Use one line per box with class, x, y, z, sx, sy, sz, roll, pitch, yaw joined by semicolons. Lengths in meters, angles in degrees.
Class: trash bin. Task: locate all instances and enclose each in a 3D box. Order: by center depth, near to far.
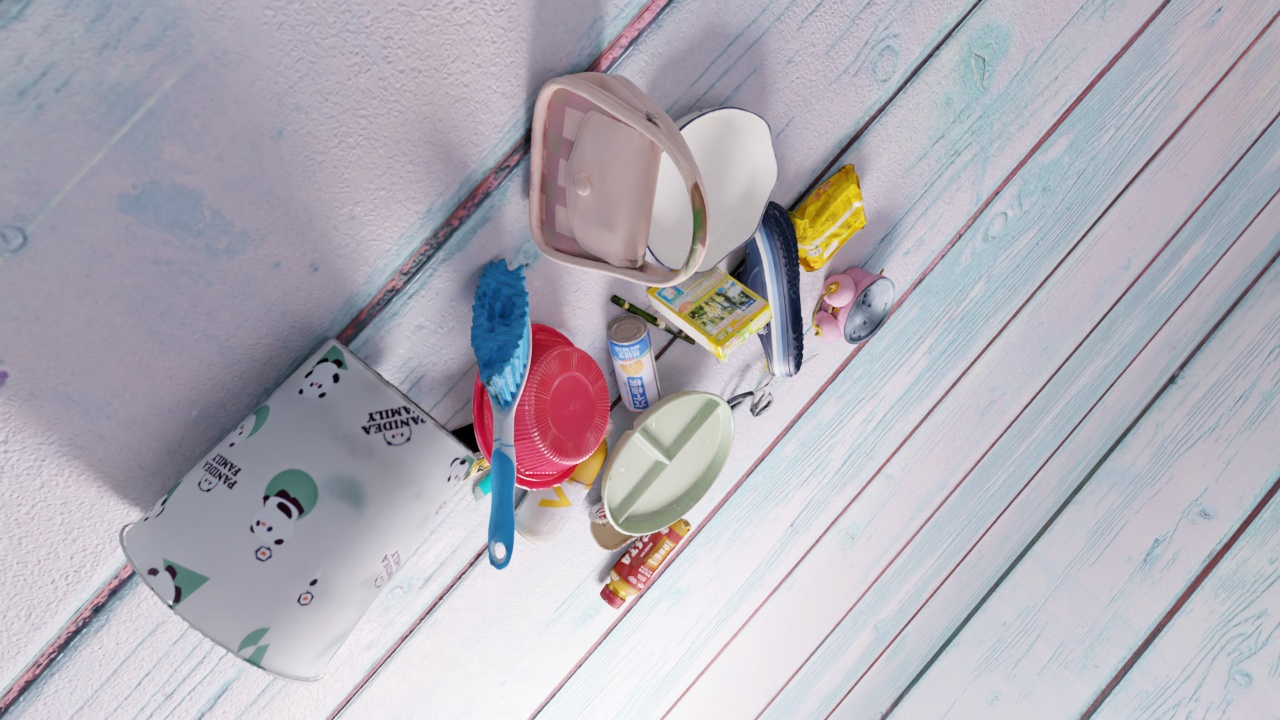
trash bin;-0.306;0.130;0.870;0.251;0.230;0.229;-51;142;-10

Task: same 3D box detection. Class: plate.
plate;0.074;-0.206;1.094;0.204;0.045;0.205;-21;130;-27
plate;0.037;0.138;1.259;0.229;0.027;0.231;-24;133;-29

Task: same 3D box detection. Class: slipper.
slipper;0.169;-0.095;1.247;0.104;0.095;0.253;-60;142;-58

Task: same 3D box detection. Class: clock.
clock;0.323;-0.085;1.425;0.158;0.060;0.117;-16;131;-38

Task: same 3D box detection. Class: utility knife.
utility knife;-0.127;0.104;1.174;0.222;0.013;0.029;-38;138;-12

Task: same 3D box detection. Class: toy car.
toy car;-0.185;0.100;1.068;0.155;0.071;0.041;-26;133;-29

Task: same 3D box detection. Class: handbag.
handbag;-0.011;-0.162;0.900;0.093;0.234;0.194;-19;131;-36

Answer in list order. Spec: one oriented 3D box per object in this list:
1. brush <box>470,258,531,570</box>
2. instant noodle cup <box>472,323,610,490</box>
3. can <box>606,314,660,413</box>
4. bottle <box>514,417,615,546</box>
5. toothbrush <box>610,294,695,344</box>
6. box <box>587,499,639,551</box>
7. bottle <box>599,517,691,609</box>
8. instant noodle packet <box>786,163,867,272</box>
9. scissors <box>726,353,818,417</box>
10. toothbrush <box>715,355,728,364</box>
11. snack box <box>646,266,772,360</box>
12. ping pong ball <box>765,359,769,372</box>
brush;-0.140;0.046;0.930;0.060;0.313;0.110;-3;143;2
instant noodle cup;-0.099;0.052;1.049;0.193;0.066;0.193;5;84;-51
can;-0.007;0.007;1.182;0.053;0.053;0.135;-33;138;-21
bottle;-0.096;0.151;1.197;0.068;0.068;0.190;21;104;-50
toothbrush;0.022;-0.053;1.196;0.185;0.012;0.017;25;95;-50
box;0.001;0.215;1.335;0.162;0.076;0.087;-30;109;-29
bottle;0.005;0.307;1.426;0.175;0.057;0.057;-51;141;1
instant noodle packet;0.261;-0.198;1.288;0.128;0.044;0.111;-41;134;-18
scissors;0.195;0.041;1.392;0.181;0.014;0.159;-27;154;1
toothbrush;0.107;-0.061;1.270;0.016;0.016;0.180;-28;137;-17
snack box;0.085;-0.070;1.141;0.086;0.140;0.034;-40;142;-14
ping pong ball;0.211;0.005;1.400;0.040;0.040;0.040;-25;134;-29
